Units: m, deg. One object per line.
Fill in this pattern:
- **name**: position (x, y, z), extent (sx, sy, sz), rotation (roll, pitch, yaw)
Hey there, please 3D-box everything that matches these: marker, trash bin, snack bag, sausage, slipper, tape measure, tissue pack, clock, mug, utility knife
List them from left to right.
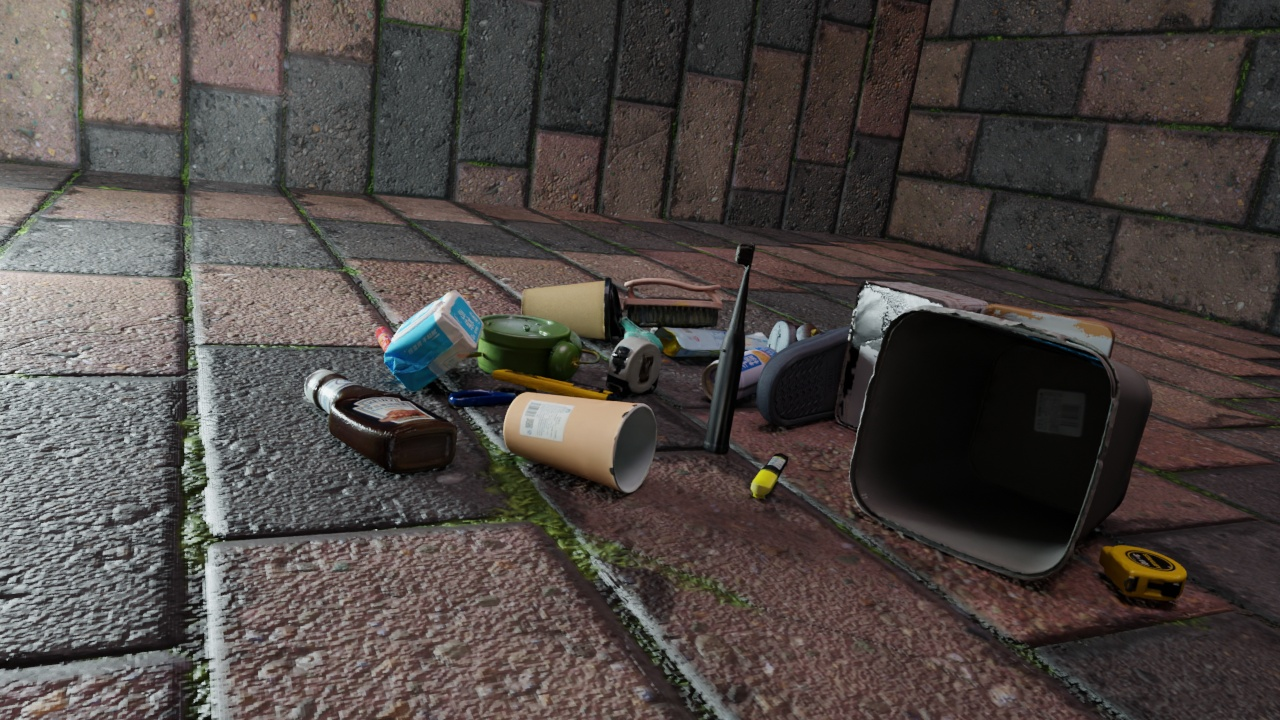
- **sausage**: position (-0.303, -0.017, 1.111), extent (0.020, 0.020, 0.156), rotation (1, 16, -25)
- **tissue pack**: position (-0.231, -0.025, 1.023), extent (0.090, 0.063, 0.140), rotation (-36, 16, 6)
- **clock**: position (-0.129, -0.015, 1.122), extent (0.161, 0.056, 0.116), rotation (7, 15, -2)
- **utility knife**: position (-0.092, 0.028, 1.016), extent (0.154, 0.015, 0.033), rotation (12, 9, 12)
- **mug**: position (-0.057, 0.067, 0.817), extent (0.123, 0.078, 0.078), rotation (10, 14, 27)
- **tape measure**: position (-0.006, 0.006, 1.084), extent (0.034, 0.066, 0.065), rotation (20, 19, 36)
- **snack bag**: position (0.123, -0.024, 1.327), extent (0.190, 0.039, 0.110), rotation (1, 5, -24)
- **marker**: position (0.124, 0.107, 0.870), extent (0.018, 0.015, 0.124), rotation (13, 12, 16)
- **clock**: position (0.208, -0.009, 1.220), extent (0.055, 0.082, 0.122), rotation (10, 0, -11)
- **slipper**: position (0.211, 0.010, 1.107), extent (0.083, 0.111, 0.267), rotation (17, 20, 42)
- **trash bin**: position (0.337, 0.063, 0.821), extent (0.199, 0.199, 0.219), rotation (20, 13, 40)
- **tape measure**: position (0.401, 0.172, 0.732), extent (0.057, 0.029, 0.060), rotation (7, 14, 3)

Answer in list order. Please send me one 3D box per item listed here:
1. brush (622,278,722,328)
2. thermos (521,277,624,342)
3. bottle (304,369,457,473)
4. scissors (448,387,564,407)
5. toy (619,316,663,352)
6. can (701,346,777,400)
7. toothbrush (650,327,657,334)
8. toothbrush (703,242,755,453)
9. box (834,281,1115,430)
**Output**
- **brush**: position (0.048, -0.083, 1.342), extent (0.145, 0.073, 0.063), rotation (0, -5, -3)
- **thermos**: position (-0.095, -0.071, 1.314), extent (0.143, 0.093, 0.093), rotation (-1, 14, 2)
- **bottle**: position (-0.247, 0.050, 0.836), extent (0.079, 0.044, 0.195), rotation (-5, 19, -44)
- **scissors**: position (-0.123, 0.044, 0.990), extent (0.175, 0.012, 0.162), rotation (1, 15, -30)
- **toy**: position (0.002, -0.025, 1.259), extent (0.096, 0.030, 0.091), rotation (43, 15, 11)
- **can**: position (0.128, 0.017, 1.139), extent (0.053, 0.053, 0.134), rotation (16, 17, 29)
- **toothbrush**: position (-0.002, -0.025, 1.307), extent (0.016, 0.016, 0.179), rotation (8, 14, 16)
- **toothbrush**: position (0.090, -0.011, 0.905), extent (0.027, 0.213, 0.026), rotation (4, 16, -12)
- **box**: position (0.353, 0.020, 0.998), extent (0.272, 0.178, 0.106), rotation (19, 18, 38)
